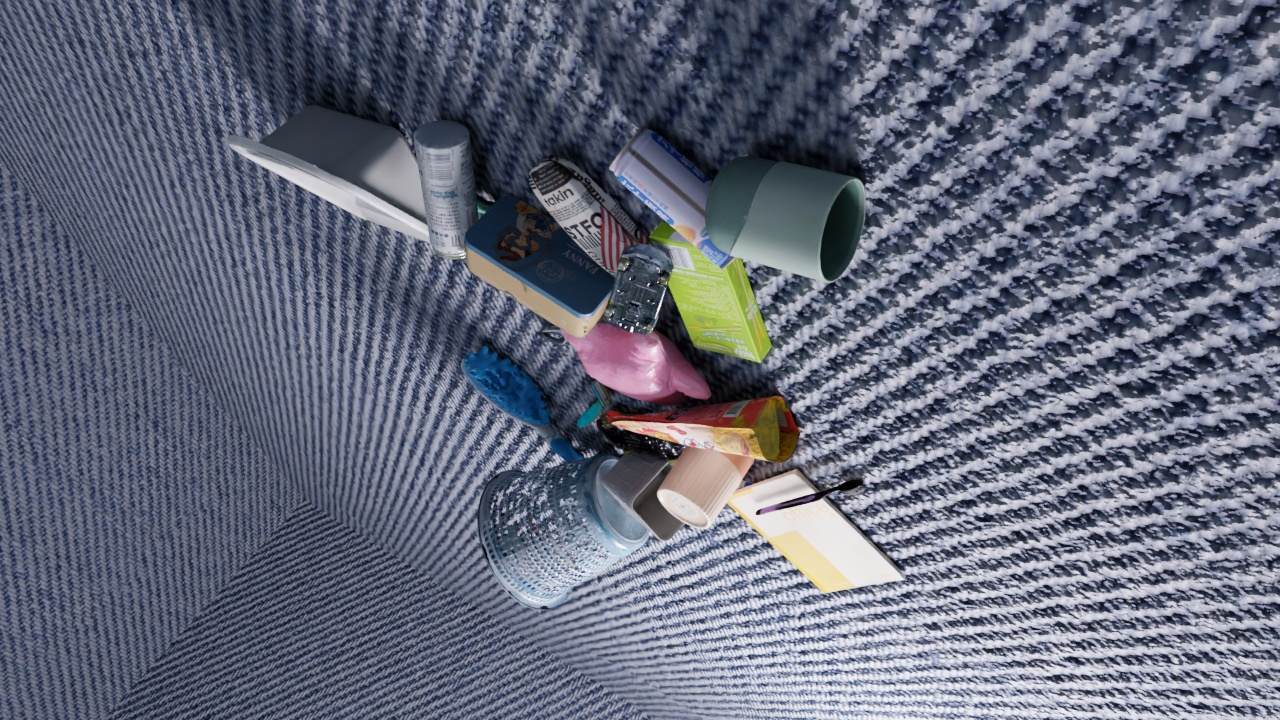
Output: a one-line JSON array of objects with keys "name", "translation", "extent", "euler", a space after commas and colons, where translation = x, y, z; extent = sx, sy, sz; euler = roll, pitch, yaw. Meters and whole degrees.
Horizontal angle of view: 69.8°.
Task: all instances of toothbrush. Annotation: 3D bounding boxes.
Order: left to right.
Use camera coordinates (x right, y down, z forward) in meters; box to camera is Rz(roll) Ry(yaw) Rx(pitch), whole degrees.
[{"name": "toothbrush", "translation": [0.202, 0.169, 1.112], "extent": [0.016, 0.014, 0.190], "euler": [31, 147, -21]}]

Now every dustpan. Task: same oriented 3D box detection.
[{"name": "dustpan", "translation": [-0.361, -0.198, 1.107], "extent": [0.223, 0.142, 0.258], "euler": [22, 148, 29]}]

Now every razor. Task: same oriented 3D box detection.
[{"name": "razor", "translation": [-0.066, 0.066, 1.287], "extent": [0.043, 0.028, 0.133], "euler": [57, 153, 13]}]

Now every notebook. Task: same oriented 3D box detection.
[{"name": "notebook", "translation": [0.220, 0.225, 1.180], "extent": [0.206, 0.010, 0.146], "euler": [44, 142, -13]}]

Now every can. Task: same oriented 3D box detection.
[{"name": "can", "translation": [-0.209, -0.185, 1.000], "extent": [0.058, 0.058, 0.147], "euler": [26, 139, 22]}, {"name": "can", "translation": [0.038, -0.143, 0.802], "extent": [0.134, 0.053, 0.053], "euler": [40, 153, -5]}]

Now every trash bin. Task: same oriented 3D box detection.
[{"name": "trash bin", "translation": [-0.100, 0.243, 1.397], "extent": [0.196, 0.226, 0.226], "euler": [-26, 117, 28]}]

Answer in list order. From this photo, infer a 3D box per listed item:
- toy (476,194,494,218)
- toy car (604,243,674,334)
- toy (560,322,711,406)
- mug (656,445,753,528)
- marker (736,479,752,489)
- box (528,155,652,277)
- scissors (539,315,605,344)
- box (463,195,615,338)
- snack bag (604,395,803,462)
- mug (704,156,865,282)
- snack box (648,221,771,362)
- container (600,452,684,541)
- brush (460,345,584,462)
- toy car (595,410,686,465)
[{"name": "toy", "translation": [-0.197, -0.171, 1.074], "extent": [0.096, 0.030, 0.092], "euler": [15, 148, 25]}, {"name": "toy car", "translation": [-0.001, -0.072, 0.918], "extent": [0.054, 0.036, 0.121], "euler": [19, 144, 1]}, {"name": "toy", "translation": [-0.006, 0.006, 1.073], "extent": [0.195, 0.074, 0.178], "euler": [9, 155, 44]}, {"name": "mug", "translation": [0.083, 0.155, 1.158], "extent": [0.082, 0.105, 0.115], "euler": [23, 150, 27]}, {"name": "marker", "translation": [0.108, 0.156, 1.230], "extent": [0.146, 0.016, 0.017], "euler": [20, 148, 32]}, {"name": "box", "translation": [-0.048, -0.136, 0.919], "extent": [0.070, 0.055, 0.164], "euler": [-27, 117, 41]}, {"name": "scissors", "translation": [-0.087, -0.052, 1.147], "extent": [0.159, 0.014, 0.178], "euler": [37, 151, -3]}, {"name": "box", "translation": [-0.101, -0.099, 1.004], "extent": [0.184, 0.089, 0.061], "euler": [29, 151, 11]}, {"name": "snack bag", "translation": [0.074, 0.074, 1.063], "extent": [0.208, 0.073, 0.128], "euler": [1, 178, 42]}, {"name": "mug", "translation": [0.117, -0.108, 0.736], "extent": [0.106, 0.082, 0.112], "euler": [19, 160, 30]}, {"name": "snack box", "translation": [0.071, -0.066, 0.913], "extent": [0.086, 0.026, 0.156], "euler": [15, 145, 38]}, {"name": "container", "translation": [0.012, 0.181, 1.288], "extent": [0.090, 0.090, 0.114], "euler": [51, 165, -26]}, {"name": "brush", "translation": [-0.157, 0.094, 1.423], "extent": [0.314, 0.060, 0.110], "euler": [42, 159, -14]}, {"name": "toy car", "translation": [0.004, 0.098, 1.236], "extent": [0.158, 0.042, 0.070], "euler": [4, 138, 43]}]
